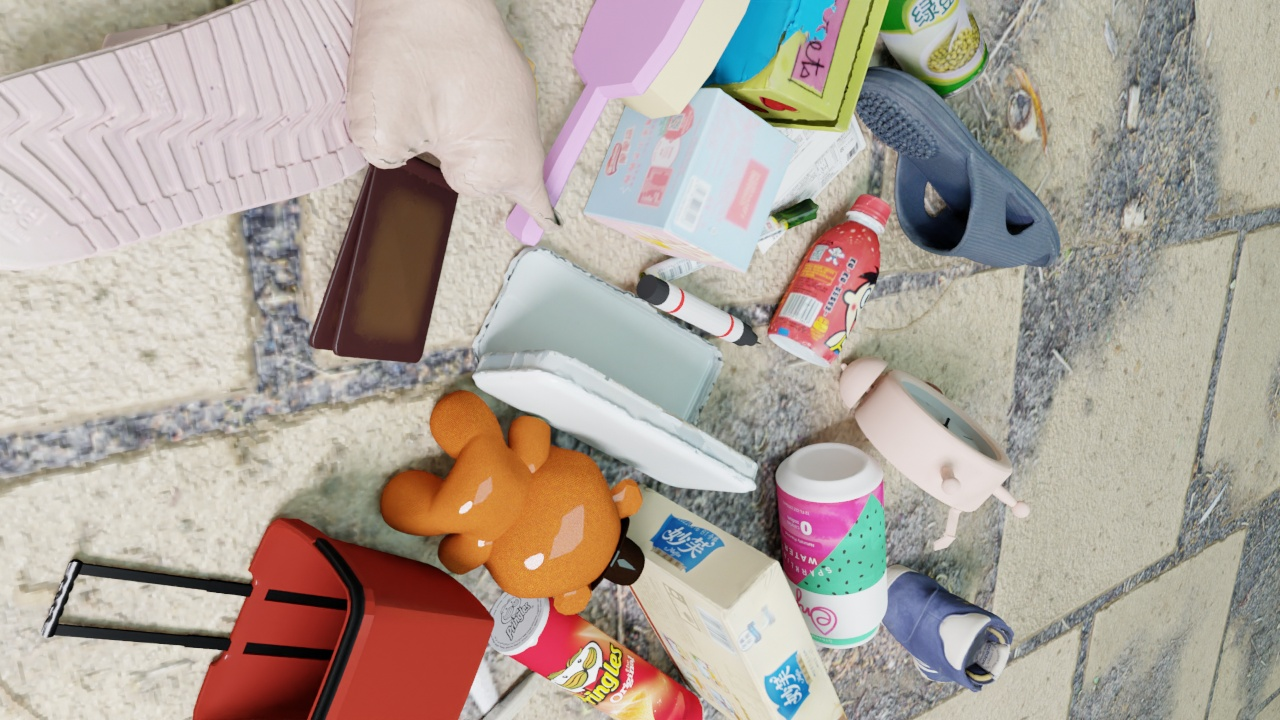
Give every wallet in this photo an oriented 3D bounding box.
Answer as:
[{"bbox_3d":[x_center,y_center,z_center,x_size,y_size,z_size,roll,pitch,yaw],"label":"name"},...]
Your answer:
[{"bbox_3d":[-0.139,-0.058,0.517,0.091,0.018,0.115,8,98,-72],"label":"wallet"}]

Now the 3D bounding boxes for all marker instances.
[{"bbox_3d":[0.049,-0.032,0.682,0.145,0.019,0.019,22,90,-48],"label":"marker"},{"bbox_3d":[0.066,-0.086,0.670,0.146,0.017,0.017,-25,118,-15],"label":"marker"}]

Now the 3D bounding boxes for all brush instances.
[{"bbox_3d":[-0.010,-0.170,0.569,0.043,0.089,0.229,21,103,-44],"label":"brush"}]

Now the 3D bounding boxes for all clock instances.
[{"bbox_3d":[0.243,0.073,0.791,0.131,0.160,0.086,19,123,-40],"label":"clock"}]

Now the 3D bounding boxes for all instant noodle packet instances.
[{"bbox_3d":[0.119,-0.157,0.700,0.134,0.026,0.087,-46,126,-16],"label":"instant noodle packet"}]

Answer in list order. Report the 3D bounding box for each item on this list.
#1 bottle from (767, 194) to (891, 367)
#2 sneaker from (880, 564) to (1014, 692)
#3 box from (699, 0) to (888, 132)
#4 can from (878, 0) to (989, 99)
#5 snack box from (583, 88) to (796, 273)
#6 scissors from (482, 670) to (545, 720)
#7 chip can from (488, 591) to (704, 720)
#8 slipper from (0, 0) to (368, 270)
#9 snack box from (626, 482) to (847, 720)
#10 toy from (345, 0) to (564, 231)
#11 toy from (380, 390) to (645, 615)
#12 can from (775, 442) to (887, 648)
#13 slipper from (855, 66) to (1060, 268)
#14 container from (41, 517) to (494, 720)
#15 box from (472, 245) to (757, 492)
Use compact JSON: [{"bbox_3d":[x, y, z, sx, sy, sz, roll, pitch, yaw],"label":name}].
[{"bbox_3d":[0.158,-0.067,0.735,0.062,0.062,0.137,32,85,-39],"label":"bottle"},{"bbox_3d":[0.340,0.297,0.949,0.091,0.118,0.233,-52,127,-12],"label":"sneaker"},{"bbox_3d":[0.101,-0.266,0.593,0.082,0.124,0.221,9,97,-36],"label":"box"},{"bbox_3d":[0.219,-0.268,0.714,0.067,0.067,0.121,-54,128,-11],"label":"can"},{"bbox_3d":[0.031,-0.119,0.602,0.079,0.095,0.093,21,90,-40],"label":"snack box"},{"bbox_3d":[-0.125,0.306,0.669,0.196,0.015,0.179,20,93,-39],"label":"scissors"},{"bbox_3d":[-0.027,0.238,0.698,0.051,0.052,0.214,-53,128,-12],"label":"chip can"},{"bbox_3d":[-0.216,-0.112,0.437,0.238,0.064,0.094,-39,124,-42],"label":"slipper"},{"bbox_3d":[0.063,0.203,0.689,0.055,0.153,0.207,-40,124,-22],"label":"snack box"},{"bbox_3d":[-0.089,-0.216,0.495,0.196,0.065,0.264,22,73,-55],"label":"toy"},{"bbox_3d":[-0.072,0.100,0.595,0.176,0.096,0.112,33,82,-10],"label":"toy"},{"bbox_3d":[0.167,0.160,0.795,0.088,0.088,0.166,-22,116,-30],"label":"can"},{"bbox_3d":[0.250,-0.136,0.768,0.263,0.101,0.082,34,90,-33],"label":"slipper"},{"bbox_3d":[-0.200,0.167,0.507,0.200,0.127,0.148,22,90,-46],"label":"container"},{"bbox_3d":[-0.004,0.020,0.614,0.211,0.106,0.130,25,85,-39],"label":"box"}]
